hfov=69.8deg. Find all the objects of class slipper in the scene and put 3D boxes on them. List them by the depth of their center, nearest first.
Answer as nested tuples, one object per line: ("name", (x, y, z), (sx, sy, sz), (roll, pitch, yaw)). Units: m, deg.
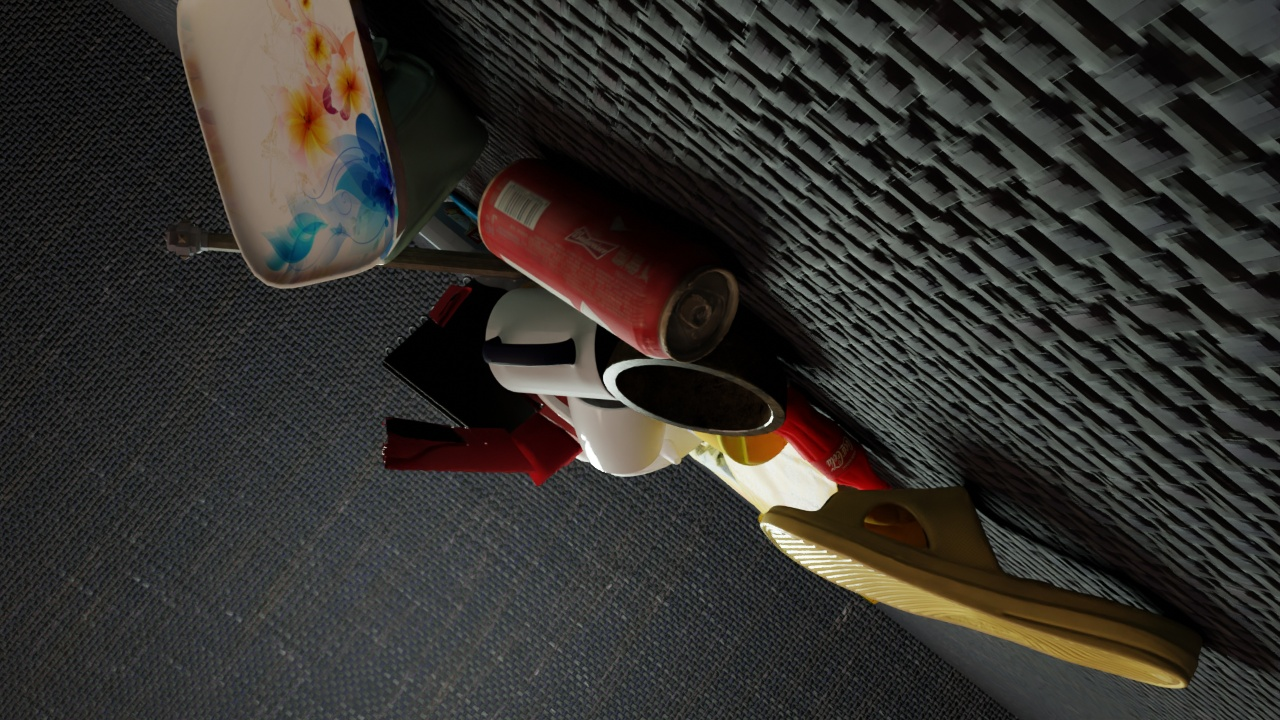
("slipper", (0.199, 0.120, 0.568), (0.264, 0.078, 0.099), (14, 162, 33))

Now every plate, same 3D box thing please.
("plate", (-0.193, -0.137, 0.507), (0.187, 0.016, 0.187), (-4, 103, 43))

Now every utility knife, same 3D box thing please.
("utility knife", (-0.177, -0.156, 1.027), (0.209, 0.015, 0.031), (39, 175, 1))

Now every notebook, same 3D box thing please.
("notebook", (-0.162, -0.021, 1.058), (0.169, 0.230, 0.019), (38, 142, 1))

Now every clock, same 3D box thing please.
("clock", (0.002, 0.053, 0.920), (0.161, 0.125, 0.073), (-4, 118, 46))

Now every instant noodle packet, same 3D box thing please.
("instant noodle packet", (0.149, 0.110, 0.843), (0.163, 0.084, 0.221), (33, 167, 44))

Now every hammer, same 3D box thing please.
("hammer", (-0.164, -0.073, 0.655), (0.316, 0.028, 0.147), (3, -174, -20))

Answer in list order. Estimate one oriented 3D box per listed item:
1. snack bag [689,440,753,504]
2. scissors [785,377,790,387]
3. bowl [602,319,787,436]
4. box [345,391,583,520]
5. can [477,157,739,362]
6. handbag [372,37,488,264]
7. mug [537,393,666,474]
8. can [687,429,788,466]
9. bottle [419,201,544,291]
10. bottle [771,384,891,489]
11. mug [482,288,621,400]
("snack bag", (0.163, 0.150, 1.061), (0.247, 0.068, 0.160), (39, 174, -13))
("scissors", (0.058, -0.016, 0.674), (0.141, 0.014, 0.090), (35, 173, 17))
("bowl", (0.041, 0.001, 0.606), (0.121, 0.056, 0.121), (13, 158, 5))
("box", (-0.124, 0.051, 0.878), (0.124, 0.315, 0.211), (60, 170, -14))
("can", (-0.023, -0.060, 0.524), (0.170, 0.067, 0.067), (34, 173, 38))
("handbag", (-0.175, -0.136, 0.587), (0.106, 0.121, 0.067), (35, 174, 34))
("mug", (-0.033, 0.036, 0.746), (0.114, 0.080, 0.088), (10, 137, 14))
("can", (0.069, 0.037, 0.730), (0.067, 0.067, 0.105), (41, 174, -28))
("bottle", (-0.174, -0.118, 1.047), (0.161, 0.046, 0.072), (39, -155, 13))
("bottle", (0.139, 0.065, 0.673), (0.119, 0.036, 0.036), (39, 175, -16))
("mug", (-0.059, -0.011, 0.654), (0.097, 0.078, 0.111), (3, -170, 32))
